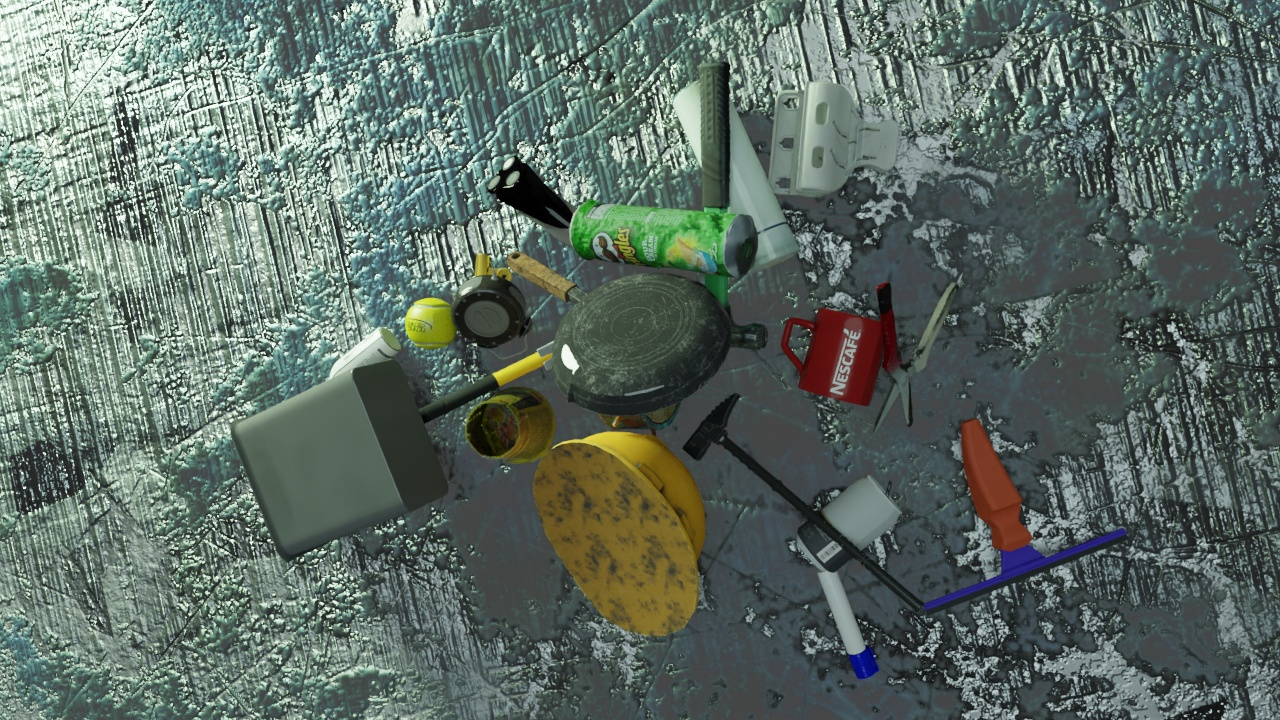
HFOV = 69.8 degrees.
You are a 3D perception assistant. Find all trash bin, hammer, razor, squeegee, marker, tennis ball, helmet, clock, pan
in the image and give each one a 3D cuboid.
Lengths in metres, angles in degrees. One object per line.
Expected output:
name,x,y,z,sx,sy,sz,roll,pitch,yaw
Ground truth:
trash bin,-0.376,0.123,1.144,0.220,0.097,0.192,-22,90,26
hammer,0.085,-0.174,1.053,0.130,0.032,0.319,11,109,38
razor,-0.113,-0.187,1.136,0.156,0.060,0.057,37,86,-12
squeegee,0.403,0.155,1.041,0.249,0.055,0.184,-19,88,-6
marker,0.246,0.311,1.093,0.027,0.023,0.133,-20,88,-10
tennis ball,-0.264,-0.046,1.161,0.065,0.065,0.065,0,92,11
helmet,0.000,0.178,1.080,0.206,0.131,0.255,-7,112,39
clock,-0.186,-0.060,1.145,0.091,0.043,0.123,-21,125,16
hammer,0.192,0.165,1.052,0.325,0.015,0.095,40,96,26
hammer,-0.185,0.028,1.135,0.324,0.126,0.029,-25,95,18
clock,-0.006,0.006,1.083,0.073,0.121,0.157,-1,78,32
pan,-0.054,-0.061,1.043,0.207,0.040,0.357,-40,49,-20

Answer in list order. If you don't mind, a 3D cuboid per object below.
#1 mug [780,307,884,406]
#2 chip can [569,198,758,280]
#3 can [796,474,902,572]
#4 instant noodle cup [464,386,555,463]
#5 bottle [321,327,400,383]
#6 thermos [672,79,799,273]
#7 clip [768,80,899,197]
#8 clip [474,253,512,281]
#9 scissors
mug,0.220,-0.008,1.061,0.116,0.080,0.096,15,94,17
chip can,0.026,-0.139,1.043,0.224,0.075,0.075,12,94,36
can,0.246,0.187,1.068,0.127,0.064,0.064,-42,84,9
instant noodle cup,-0.164,0.083,1.123,0.102,0.108,0.102,0,89,10
bottle,-0.368,0.006,1.196,0.116,0.041,0.041,-37,85,10
thermos,0.112,-0.217,1.082,0.068,0.068,0.230,-24,88,11
clip,0.221,-0.252,1.054,0.151,0.110,0.126,7,96,21
clip,-0.190,-0.108,1.165,0.048,0.046,0.054,6,91,36
scissors,0.310,-0.019,1.043,0.179,0.015,0.199,-38,125,-23
